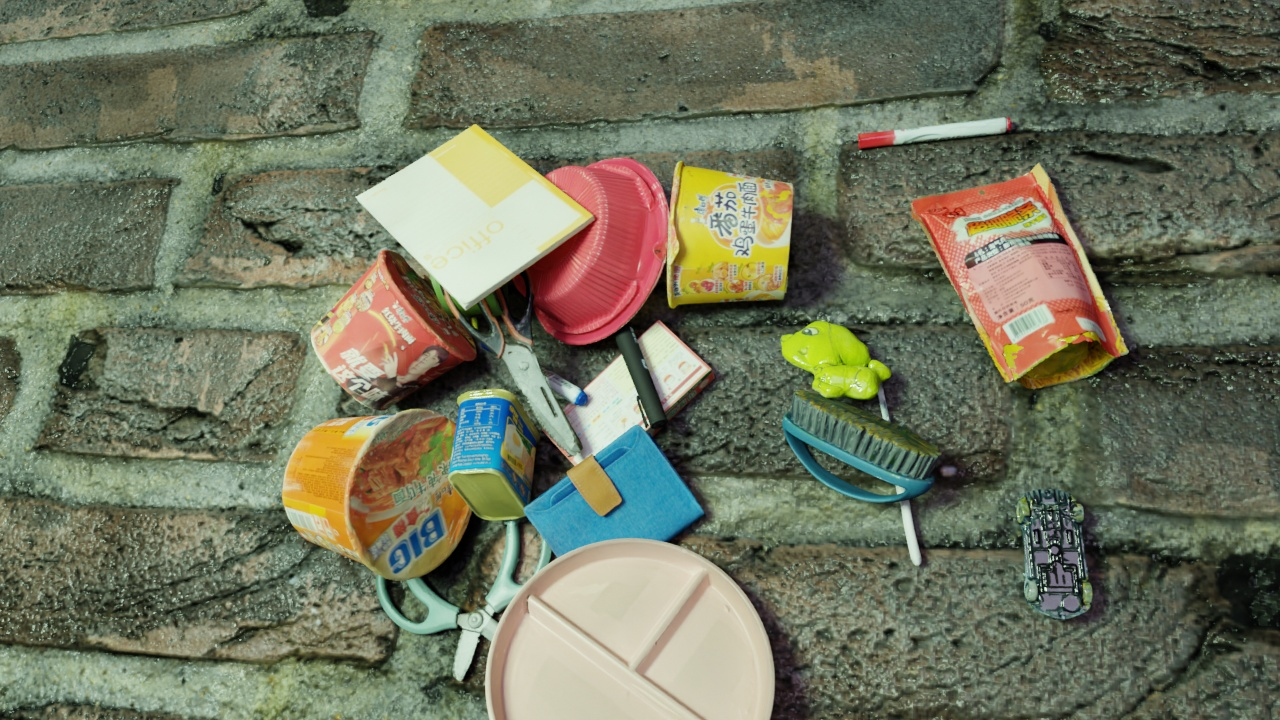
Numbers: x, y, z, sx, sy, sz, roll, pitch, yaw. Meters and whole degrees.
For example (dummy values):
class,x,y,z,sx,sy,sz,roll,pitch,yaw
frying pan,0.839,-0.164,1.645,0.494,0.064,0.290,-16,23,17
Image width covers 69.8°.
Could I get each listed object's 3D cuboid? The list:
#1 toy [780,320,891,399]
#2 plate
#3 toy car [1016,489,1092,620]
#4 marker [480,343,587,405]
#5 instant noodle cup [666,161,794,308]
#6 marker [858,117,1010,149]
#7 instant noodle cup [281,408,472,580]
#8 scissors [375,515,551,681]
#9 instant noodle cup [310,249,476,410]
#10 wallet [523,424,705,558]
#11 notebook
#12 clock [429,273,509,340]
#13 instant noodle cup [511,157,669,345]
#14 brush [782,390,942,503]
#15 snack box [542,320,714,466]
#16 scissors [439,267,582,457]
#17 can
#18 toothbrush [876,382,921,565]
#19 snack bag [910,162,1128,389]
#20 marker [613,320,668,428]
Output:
class,x,y,z,sx,sy,sz,roll,pitch,yaw
toy,0.177,0.000,0.833,0.097,0.031,0.100,2,41,4
plate,-0.008,0.252,0.736,0.229,0.028,0.229,0,53,0
toy car,0.333,0.157,0.741,0.049,0.031,0.105,-2,67,14
marker,-0.106,0.008,0.901,0.146,0.017,0.017,29,77,35
instant noodle cup,0.085,-0.114,0.862,0.110,0.138,0.137,5,69,7
marker,0.292,-0.227,0.915,0.145,0.017,0.017,-4,68,12
instant noodle cup,-0.242,0.116,0.836,0.112,0.151,0.151,2,68,34
scissors,-0.164,0.199,0.855,0.170,0.019,0.174,19,75,19
instant noodle cup,-0.247,-0.023,0.906,0.108,0.138,0.138,-38,65,5
wallet,-0.023,0.134,0.822,0.133,0.040,0.106,-36,91,-2
notebook,-0.159,-0.142,0.859,0.145,0.010,0.206,-37,54,-15
clock,-0.178,-0.111,0.928,0.056,0.116,0.161,-13,61,2
instant noodle cup,-0.065,-0.114,0.887,0.194,0.065,0.193,-14,70,40
brush,0.184,0.080,0.792,0.144,0.055,0.073,27,110,35
snack box,-0.012,0.040,0.876,0.155,0.027,0.077,-43,65,-6
scissors,-0.101,-0.015,0.845,0.209,0.015,0.182,25,79,-4
can,-0.133,0.088,0.836,0.057,0.102,0.083,-6,54,11
toothbrush,0.220,0.091,0.805,0.016,0.016,0.180,-14,65,16
snack bag,0.339,-0.080,0.822,0.128,0.073,0.207,-16,60,2
marker,-0.005,0.005,0.861,0.022,0.020,0.132,-18,62,-6
